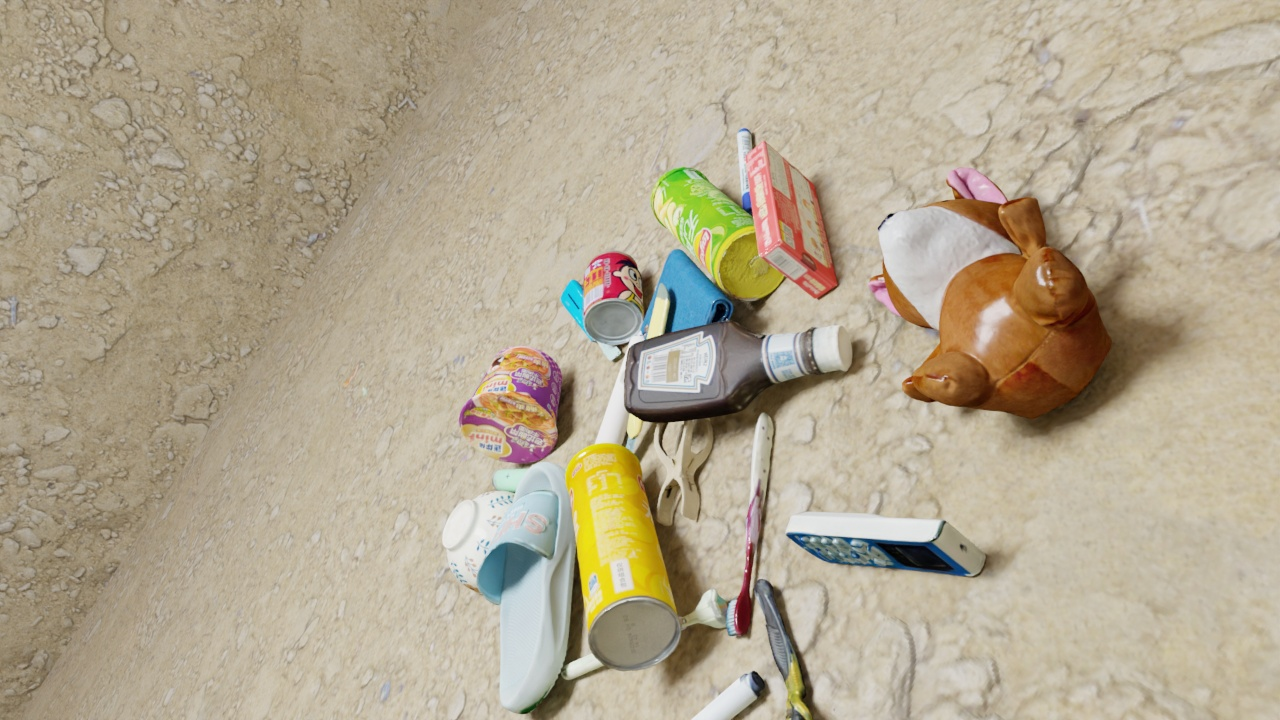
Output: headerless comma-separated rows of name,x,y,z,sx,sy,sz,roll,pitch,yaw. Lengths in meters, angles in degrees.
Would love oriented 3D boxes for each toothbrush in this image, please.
toothbrush,-0.092,0.125,0.959,0.225,0.026,0.027,-10,35,52
toothbrush,-0.006,0.006,0.949,0.026,0.027,0.220,96,-168,-65
toothbrush,0.086,0.123,0.713,0.017,0.016,0.187,-35,35,49
toothbrush,-0.002,0.227,0.737,0.190,0.020,0.029,-35,68,35

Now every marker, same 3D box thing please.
marker,0.038,0.261,0.646,0.131,0.018,0.022,-47,22,18
marker,0.114,-0.203,0.985,0.017,0.017,0.145,-34,36,33

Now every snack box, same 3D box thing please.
snack box,0.133,-0.129,0.825,0.026,0.075,0.152,-37,35,32

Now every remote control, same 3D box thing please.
remote control,0.152,0.115,0.587,0.125,0.049,0.024,-8,52,52

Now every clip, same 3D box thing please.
clip,0.043,0.087,0.792,0.081,0.034,0.104,-36,40,33

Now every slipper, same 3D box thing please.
slipper,-0.112,0.203,0.854,0.104,0.074,0.244,-48,30,37

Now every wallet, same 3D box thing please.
wallet,0.043,-0.035,0.875,0.133,0.040,0.106,-121,44,-59

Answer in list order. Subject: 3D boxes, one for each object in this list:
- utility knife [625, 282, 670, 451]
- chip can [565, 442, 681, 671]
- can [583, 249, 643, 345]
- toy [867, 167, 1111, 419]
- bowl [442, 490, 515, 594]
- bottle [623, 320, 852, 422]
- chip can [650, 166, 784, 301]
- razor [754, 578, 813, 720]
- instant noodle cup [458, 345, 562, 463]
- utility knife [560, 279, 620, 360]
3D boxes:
utility knife,0.002,0.022,0.875,0.031,0.020,0.195,21,95,68
chip can,-0.019,0.152,0.756,0.072,0.072,0.213,-48,24,14
can,-0.031,-0.072,1.019,0.067,0.066,0.093,-38,34,29
toy,0.210,-0.049,0.601,0.140,0.130,0.199,-48,21,26
bowl,-0.171,0.186,0.983,0.114,0.062,0.113,-38,33,30
bottle,0.077,0.005,0.764,0.195,0.044,0.079,-11,62,31
chip can,0.073,-0.134,0.923,0.073,0.072,0.221,-50,30,11
razor,0.096,0.204,0.613,0.142,0.022,0.043,-96,4,-53
instant noodle cup,-0.137,0.045,1.035,0.112,0.111,0.099,-34,27,34
utility knife,-0.058,-0.046,1.087,0.034,0.018,0.206,-51,31,8
